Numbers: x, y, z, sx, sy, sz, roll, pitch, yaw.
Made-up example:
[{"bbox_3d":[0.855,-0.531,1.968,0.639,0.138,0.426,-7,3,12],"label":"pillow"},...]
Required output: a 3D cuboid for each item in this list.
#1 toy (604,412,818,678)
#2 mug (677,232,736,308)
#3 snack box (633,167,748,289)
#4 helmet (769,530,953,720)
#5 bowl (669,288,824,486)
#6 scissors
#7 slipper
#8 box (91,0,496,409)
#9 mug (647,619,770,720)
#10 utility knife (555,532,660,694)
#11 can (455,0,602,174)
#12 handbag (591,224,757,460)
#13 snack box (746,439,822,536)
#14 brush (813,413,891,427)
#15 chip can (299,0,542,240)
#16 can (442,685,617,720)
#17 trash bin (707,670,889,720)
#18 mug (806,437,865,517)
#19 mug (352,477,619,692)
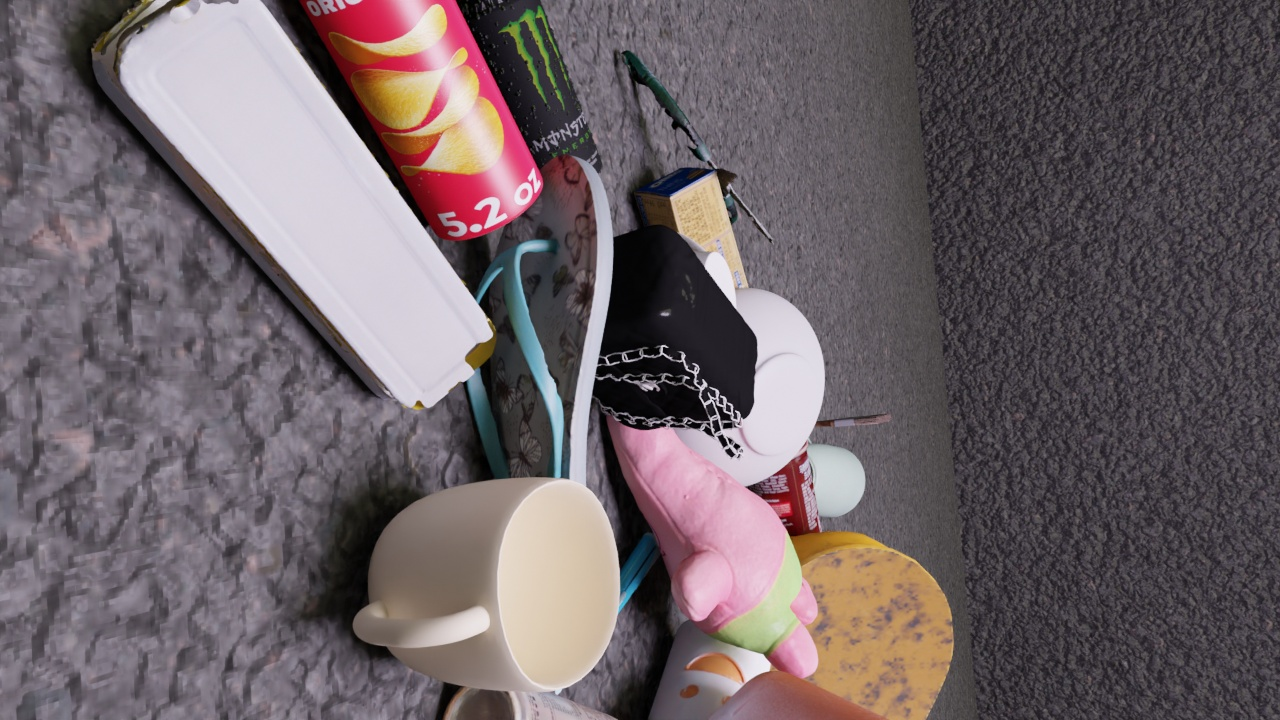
[{"bbox_3d":[0.049,0.128,0.689,0.236,0.097,0.191,53,12,-6],"label":"toy"},{"bbox_3d":[0.023,-0.057,0.704,0.081,0.088,0.114,54,39,-47],"label":"mug"},{"bbox_3d":[0.057,-0.062,0.800,0.056,0.057,0.207,-32,119,-25],"label":"snack box"},{"bbox_3d":[0.176,0.258,0.882,0.131,0.205,0.256,-107,-163,-68],"label":"helmet"},{"bbox_3d":[0.098,0.030,0.775,0.176,0.066,0.177,-11,109,-34],"label":"bowl"},{"bbox_3d":[0.050,-0.177,0.815,0.201,0.015,0.203,52,-1,-1],"label":"scissors"},{"bbox_3d":[-0.069,0.018,0.514,0.054,0.098,0.268,3,89,-42],"label":"slipper"},{"bbox_3d":[-0.143,-0.062,0.407,0.067,0.070,0.210,-56,137,-26],"label":"box"},{"bbox_3d":[0.053,0.263,0.706,0.105,0.082,0.082,-65,141,-49],"label":"mug"},{"bbox_3d":[-0.021,0.176,0.646,0.022,0.015,0.176,67,29,-15],"label":"utility knife"},{"bbox_3d":[-0.069,-0.169,0.575,0.138,0.054,0.053,68,30,-31],"label":"can"},{"bbox_3d":[-0.003,0.003,0.592,0.153,0.125,0.114,40,49,-54],"label":"handbag"},{"bbox_3d":[0.146,0.141,0.943,0.072,0.072,0.121,-45,125,-59],"label":"snack box"},{"bbox_3d":[0.185,0.066,0.955,0.045,0.143,0.008,-3,86,-56],"label":"brush"},{"bbox_3d":[-0.122,-0.166,0.444,0.069,0.069,0.221,-69,144,-44],"label":"chip can"},{"bbox_3d":[-0.055,0.217,0.521,0.135,0.054,0.054,49,42,-51],"label":"can"},{"bbox_3d":[0.075,0.338,0.555,0.259,0.158,0.182,-33,118,-30],"label":"trash bin"},{"bbox_3d":[0.186,0.121,1.037,0.104,0.084,0.111,15,42,-51],"label":"mug"},{"bbox_3d":[-0.083,0.108,0.434,0.120,0.100,0.096,-14,95,-59],"label":"mug"}]
